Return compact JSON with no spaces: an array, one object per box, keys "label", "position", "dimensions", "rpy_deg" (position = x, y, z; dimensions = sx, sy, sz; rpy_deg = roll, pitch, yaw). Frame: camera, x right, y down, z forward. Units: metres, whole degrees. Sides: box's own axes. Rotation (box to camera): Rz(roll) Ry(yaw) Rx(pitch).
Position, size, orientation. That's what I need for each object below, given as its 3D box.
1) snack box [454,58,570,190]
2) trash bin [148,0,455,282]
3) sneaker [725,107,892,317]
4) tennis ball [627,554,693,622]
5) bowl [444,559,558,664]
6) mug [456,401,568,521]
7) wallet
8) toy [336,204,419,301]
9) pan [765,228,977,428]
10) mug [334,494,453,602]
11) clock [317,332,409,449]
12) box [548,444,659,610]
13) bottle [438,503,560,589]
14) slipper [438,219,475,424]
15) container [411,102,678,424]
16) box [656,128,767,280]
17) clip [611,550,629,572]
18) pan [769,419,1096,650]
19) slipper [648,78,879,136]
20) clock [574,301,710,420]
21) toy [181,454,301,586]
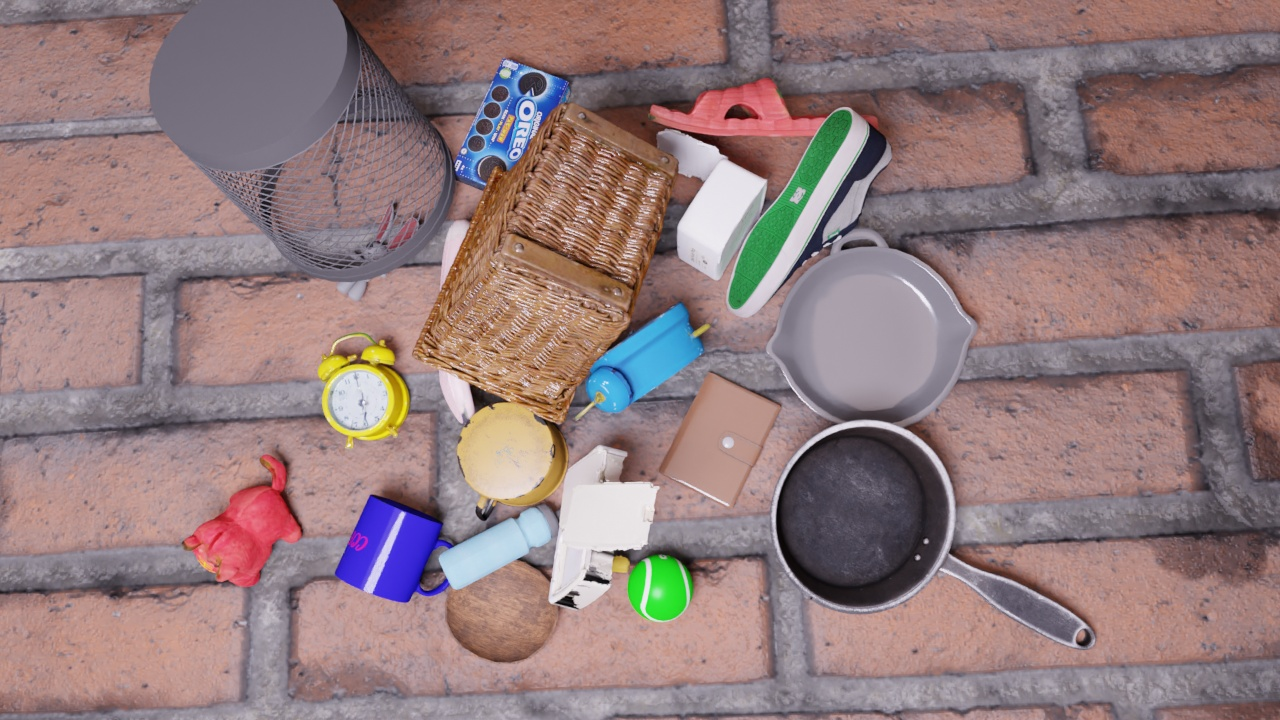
[{"label":"snack box","position":[-0.144,-0.257,1.028],"dimensions":[0.082,0.027,0.150],"rpy_deg":[21,81,7]},{"label":"trash bin","position":[-0.327,-0.224,0.909],"dimensions":[0.218,0.227,0.217],"rpy_deg":[-3,71,9]},{"label":"sneaker","position":[0.177,-0.137,0.949],"dimensions":[0.079,0.084,0.235],"rpy_deg":[25,106,-26]},{"label":"tennis ball","position":[0.020,0.225,0.907],"dimensions":[0.065,0.065,0.065],"rpy_deg":[-1,79,2]},{"label":"bowl","position":[-0.139,0.253,0.927],"dimensions":[0.114,0.026,0.101],"rpy_deg":[22,67,10]},{"label":"mug","position":[-0.134,0.105,0.923],"dimensions":[0.100,0.094,0.123],"rpy_deg":[27,81,7]},{"label":"wallet","position":[0.083,0.083,0.958],"dimensions":[0.087,0.013,0.121],"rpy_deg":[26,81,7]},{"label":"toy","position":[-0.290,-0.116,1.006],"dimensions":[0.049,0.030,0.111],"rpy_deg":[32,81,13]},{"label":"pan","position":[0.246,0.040,0.953],"dimensions":[0.216,0.024,0.354],"rpy_deg":[-6,84,2]},{"label":"mug","position":[-0.237,0.194,0.925],"dimensions":[0.111,0.079,0.083],"rpy_deg":[25,80,-17]},{"label":"clock","position":[-0.292,0.030,0.963],"dimensions":[0.083,0.057,0.118],"rpy_deg":[-14,85,0]},{"label":"box","position":[-0.050,0.134,0.848],"dimensions":[0.070,0.187,0.143],"rpy_deg":[18,54,-18]},{"label":"bottle","position":[-0.136,0.183,0.923],"dimensions":[0.129,0.040,0.040],"rpy_deg":[-25,78,-20]},{"label":"slipper","position":[-0.183,-0.041,0.956],"dimensions":[0.055,0.107,0.221],"rpy_deg":[0,72,-14]},{"label":"container","position":[-0.077,-0.104,0.862],"dimensions":[0.162,0.184,0.249],"rpy_deg":[25,57,-15]},{"label":"box","position":[0.056,-0.176,0.962],"dimensions":[0.136,0.109,0.121],"rpy_deg":[31,81,7]},{"label":"clip","position":[-0.036,0.196,0.942],"dimensions":[0.054,0.045,0.049],"rpy_deg":[4,37,4]},{"label":"pan","position":[0.288,0.192,0.900],"dimensions":[0.357,0.055,0.187],"rpy_deg":[29,87,-8]},{"label":"slipper","position":[0.132,-0.270,0.978],"dimensions":[0.248,0.103,0.059],"rpy_deg":[1,107,-4]},{"label":"clock","position":[-0.006,0.005,0.929],"dimensions":[0.161,0.117,0.060],"rpy_deg":[-37,92,-4]},{"label":"toy","position":[-0.396,0.161,0.926],"dimensions":[0.088,0.094,0.132],"rpy_deg":[23,79,7]}]
